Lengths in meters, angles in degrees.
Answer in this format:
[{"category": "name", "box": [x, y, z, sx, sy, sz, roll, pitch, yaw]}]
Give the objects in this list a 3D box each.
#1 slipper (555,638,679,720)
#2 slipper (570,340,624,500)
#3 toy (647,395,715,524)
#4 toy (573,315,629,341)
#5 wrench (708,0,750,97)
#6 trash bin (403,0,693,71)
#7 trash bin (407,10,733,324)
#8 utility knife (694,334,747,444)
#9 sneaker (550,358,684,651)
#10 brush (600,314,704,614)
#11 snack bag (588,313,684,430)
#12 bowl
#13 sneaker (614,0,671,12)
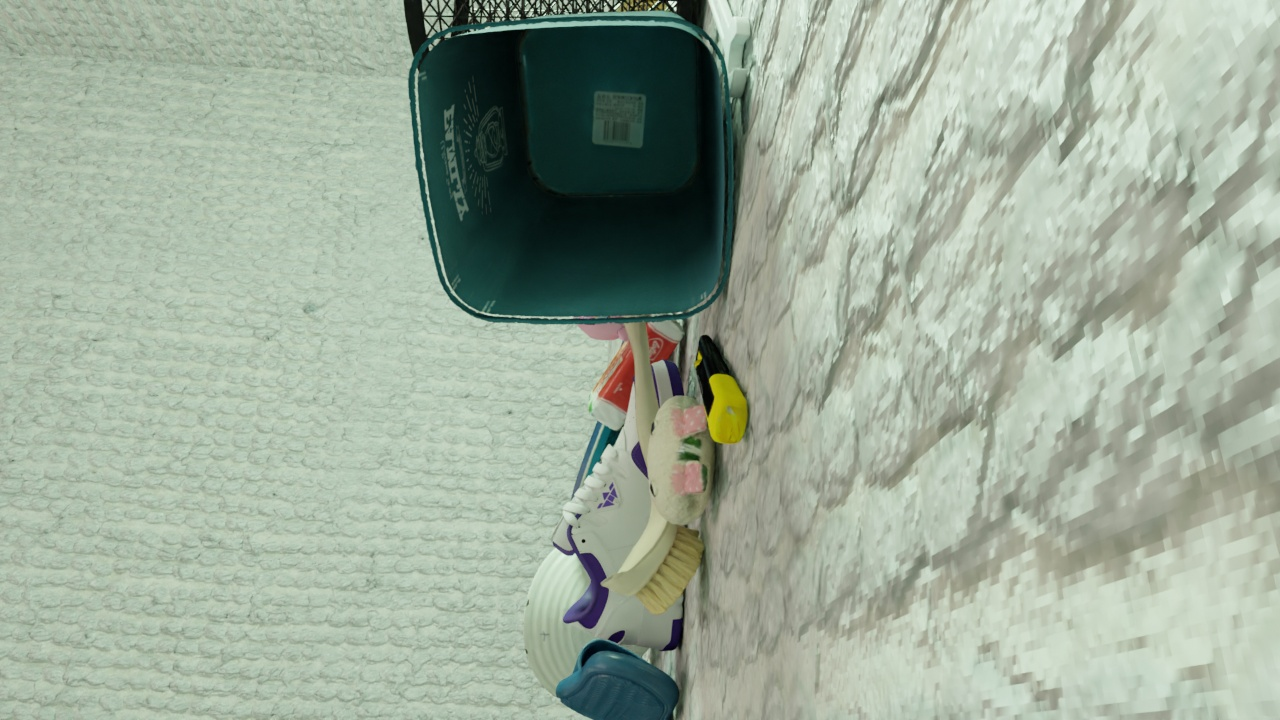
[{"category": "slipper", "box": [-0.013, 0.284, 0.802, 0.214, 0.104, 0.059, 115, 180, -61]}, {"category": "slipper", "box": [-0.005, 0.059, 0.954, 0.118, 0.060, 0.295, 2, -75, -78]}, {"category": "toy", "box": [0.029, 0.067, 0.621, 0.112, 0.050, 0.087, 134, 140, -76]}, {"category": "toy", "box": [-0.041, -0.071, 0.818, 0.123, 0.067, 0.157, 59, 177, -19]}, {"category": "wrench", "box": [0.057, -0.257, 0.668, 0.272, 0.009, 0.047, -93, 7, -54]}, {"category": "trash bin", "box": [-0.073, -0.360, 0.854, 0.217, 0.243, 0.217, 53, -140, -90]}, {"category": "trash bin", "box": [-0.034, -0.160, 0.667, 0.218, 0.199, 0.197, -80, -11, -62]}, {"category": "utility knife", "box": [0.046, 0.012, 0.586, 0.174, 0.020, 0.029, -96, 16, -75]}, {"category": "sneaker", "box": [-0.019, 0.120, 0.775, 0.092, 0.111, 0.244, 177, 96, -86]}, {"category": "brush", "box": [0.005, 0.058, 0.699, 0.062, 0.077, 0.271, -34, 46, 40]}, {"category": "snack bag", "box": [-0.005, 0.005, 0.857, 0.116, 0.036, 0.077, -56, 9, 8]}, {"category": "bowl", "box": [-0.032, 0.271, 0.960, 0.071, 0.177, 0.177, -7, 77, 45]}, {"category": "sneaker", "box": [0.001, -0.293, 1.032, 0.079, 0.087, 0.235, 78, -169, -83]}]
